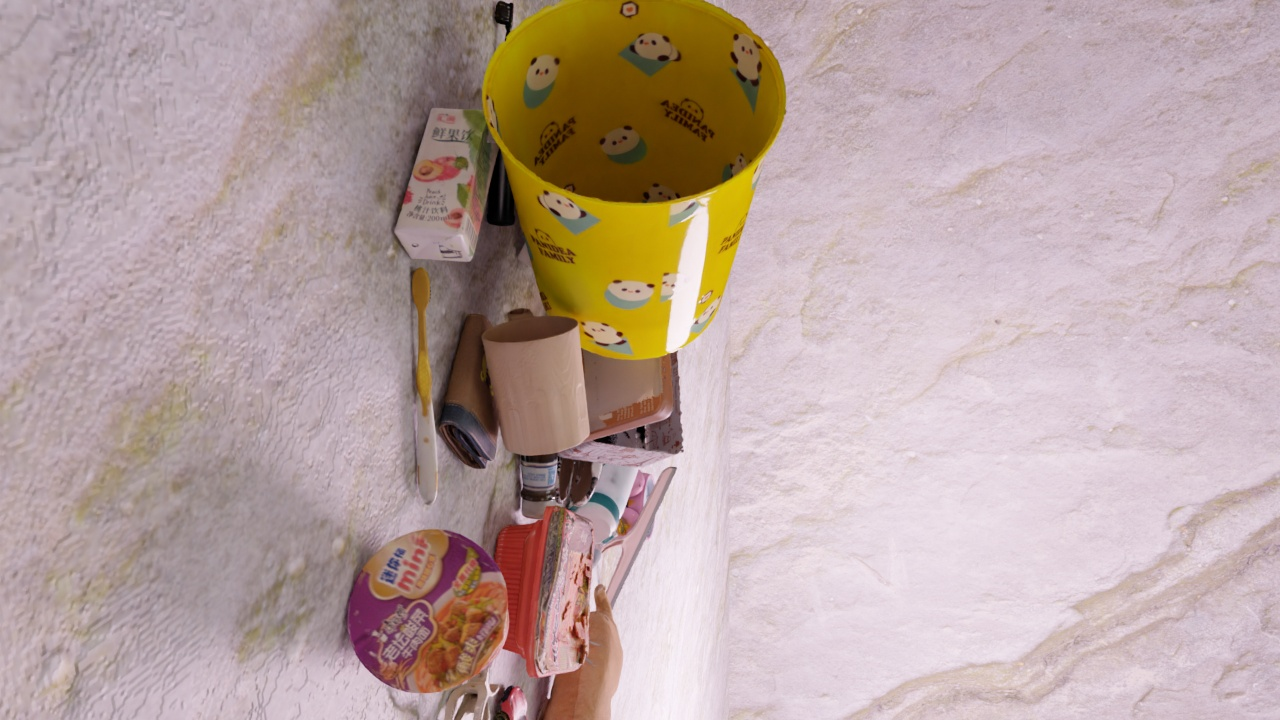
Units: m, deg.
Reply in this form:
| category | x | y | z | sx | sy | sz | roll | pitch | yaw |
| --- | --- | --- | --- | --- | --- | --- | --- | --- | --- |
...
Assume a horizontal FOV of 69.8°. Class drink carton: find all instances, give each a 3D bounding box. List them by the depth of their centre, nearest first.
| category | x | y | z | sx | sy | sz | roll | pitch | yaw |
| --- | --- | --- | --- | --- | --- | --- | --- | --- | --- |
| drink carton | -0.148 | -0.138 | 0.719 | 0.045 | 0.053 | 0.122 | 78 | 17 | -61 |

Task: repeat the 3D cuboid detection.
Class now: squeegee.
| category | x | y | z | sx | sy | sz | roll | pitch | yaw |
| --- | --- | --- | --- | --- | --- | --- | --- | --- | --- |
| squeegee | -0.055 | 0.263 | 1.238 | 0.248 | 0.040 | 0.249 | -66 | 162 | 13 |

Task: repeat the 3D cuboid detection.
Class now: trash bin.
| category | x | y | z | sx | sy | sz | roll | pitch | yaw |
| --- | --- | --- | --- | --- | --- | --- | --- | --- | --- |
| trash bin | -0.008 | -0.142 | 0.797 | 0.256 | 0.229 | 0.229 | 93 | 6 | -59 |

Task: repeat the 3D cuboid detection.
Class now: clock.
| category | x | y | z | sx | sy | sz | roll | pitch | yaw |
| --- | --- | --- | --- | --- | --- | --- | --- | --- | --- |
| clock | -0.017 | 0.219 | 1.389 | 0.158 | 0.060 | 0.117 | 46 | 47 | -71 |

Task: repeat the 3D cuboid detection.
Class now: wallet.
| category | x | y | z | sx | sy | sz | roll | pitch | yaw |
| --- | --- | --- | --- | --- | --- | --- | --- | --- | --- |
| wallet | -0.145 | 0.029 | 0.818 | 0.090 | 0.033 | 0.115 | 72 | 19 | -55 |

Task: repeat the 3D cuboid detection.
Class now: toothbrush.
| category | x | y | z | sx | sy | sz | roll | pitch | yaw |
| --- | --- | --- | --- | --- | --- | --- | --- | --- | --- |
| toothbrush | -0.171 | 0.022 | 0.730 | 0.018 | 0.016 | 0.191 | -66 | 156 | -81 |
| toothbrush | -0.129 | -0.235 | 0.867 | 0.026 | 0.027 | 0.212 | -2 | -94 | 58 |

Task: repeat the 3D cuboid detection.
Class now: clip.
| category | x | y | z | sx | sy | sz | roll | pitch | yaw |
| --- | --- | --- | --- | --- | --- | --- | --- | --- | --- |
| clip | -0.151 | 0.307 | 0.836 | 0.097 | 0.034 | 0.061 | -79 | 167 | -72 |

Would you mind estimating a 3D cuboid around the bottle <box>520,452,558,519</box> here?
| category | x | y | z | sx | sy | sz | roll | pitch | yaw |
| --- | --- | --- | --- | --- | --- | --- | --- | --- | --- |
| bottle | -0.107 | 0.070 | 0.972 | 0.080 | 0.044 | 0.195 | -72 | 163 | -82 |

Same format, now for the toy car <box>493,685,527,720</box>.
| category | x | y | z | sx | sy | sz | roll | pitch | yaw |
| --- | --- | --- | --- | --- | --- | --- | --- | --- | --- |
| toy car | -0.130 | 0.389 | 0.943 | 0.049 | 0.031 | 0.106 | -12 | 101 | -79 |

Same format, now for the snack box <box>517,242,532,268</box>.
| category | x | y | z | sx | sy | sz | roll | pitch | yaw |
| --- | --- | --- | --- | --- | --- | --- | --- | --- | --- |
| snack box | -0.072 | -0.173 | 0.957 | 0.157 | 0.027 | 0.084 | -58 | 180 | 24 |

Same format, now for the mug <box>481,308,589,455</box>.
| category | x | y | z | sx | sy | sz | roll | pitch | yaw |
| --- | --- | --- | --- | --- | --- | --- | --- | --- | --- |
| mug | -0.095 | 0.016 | 0.824 | 0.124 | 0.084 | 0.103 | -137 | -142 | -68 |

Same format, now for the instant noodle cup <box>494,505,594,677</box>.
| category | x | y | z | sx | sy | sz | roll | pitch | yaw |
| --- | --- | --- | --- | --- | --- | --- | --- | --- | --- |
| instant noodle cup | -0.100 | 0.236 | 0.947 | 0.189 | 0.079 | 0.164 | 53 | 40 | -70 |

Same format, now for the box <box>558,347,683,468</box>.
| category | x | y | z | sx | sy | sz | roll | pitch | yaw |
| --- | --- | --- | --- | --- | --- | --- | --- | --- | --- |
| box | -0.006 | 0.005 | 1.014 | 0.156 | 0.193 | 0.182 | 11 | 66 | -33 |

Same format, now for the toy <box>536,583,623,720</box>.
| category | x | y | z | sx | sy | sz | roll | pitch | yaw |
| --- | --- | --- | --- | --- | --- | --- | --- | --- | --- |
| toy | -0.062 | 0.372 | 1.124 | 0.144 | 0.082 | 0.225 | 96 | 9 | -54 |

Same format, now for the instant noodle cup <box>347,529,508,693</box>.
| category | x | y | z | sx | sy | sz | roll | pitch | yaw |
| --- | --- | --- | --- | --- | --- | --- | --- | --- | --- |
| instant noodle cup | -0.146 | 0.189 | 0.674 | 0.099 | 0.111 | 0.111 | 88 | 8 | -67 |

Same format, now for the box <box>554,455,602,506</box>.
| category | x | y | z | sx | sy | sz | roll | pitch | yaw |
| --- | --- | --- | --- | --- | --- | --- | --- | --- | --- |
| box | -0.085 | 0.093 | 1.102 | 0.075 | 0.081 | 0.163 | 136 | -36 | -60 |

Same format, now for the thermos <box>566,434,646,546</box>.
| category | x | y | z | sx | sy | sz | roll | pitch | yaw |
| --- | --- | --- | --- | --- | --- | --- | --- | --- | --- |
| thermos | -0.044 | 0.160 | 1.239 | 0.223 | 0.073 | 0.073 | -66 | 155 | -60 |
